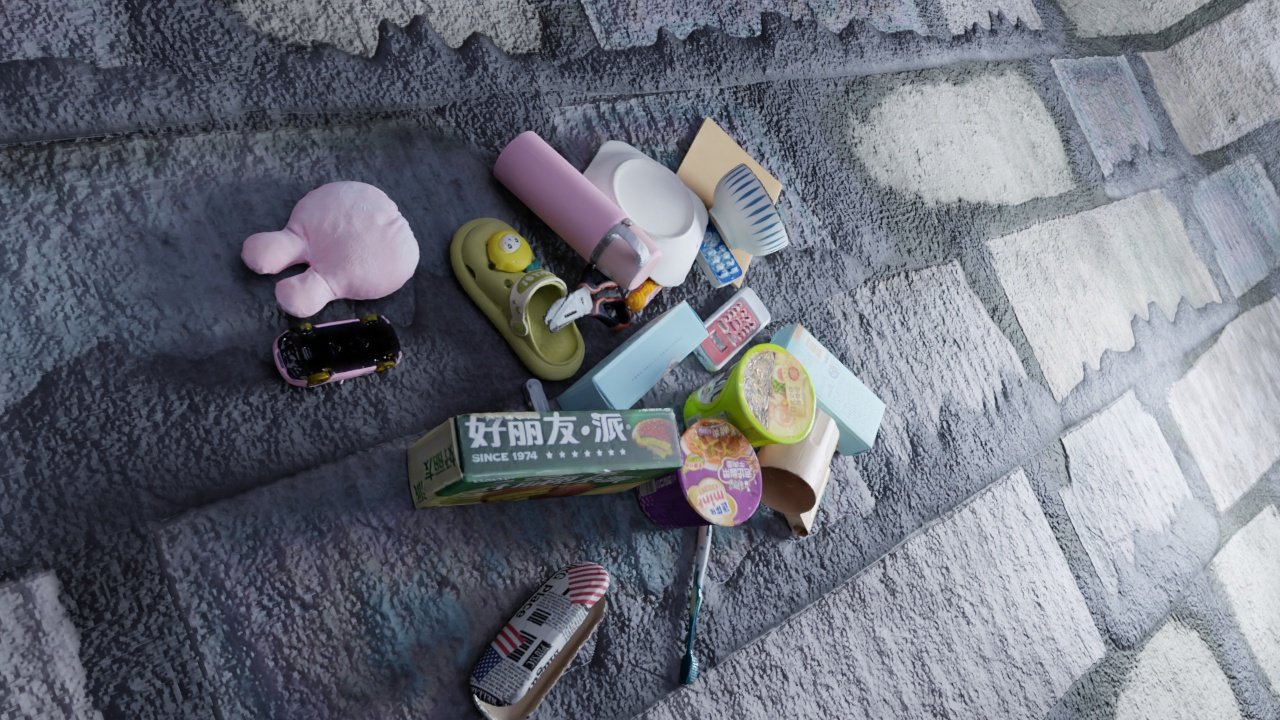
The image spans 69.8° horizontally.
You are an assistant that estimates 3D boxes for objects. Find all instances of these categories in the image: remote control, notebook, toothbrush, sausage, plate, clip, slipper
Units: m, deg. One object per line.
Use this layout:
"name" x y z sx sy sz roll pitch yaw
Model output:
"remote control" 0.110 -0.040 1.126 0.135 0.020 0.056 -40 96 -39
"notebook" 0.106 -0.209 1.201 0.148 0.008 0.207 38 54 -17
"toothbrush" 0.063 0.248 0.977 0.018 0.016 0.191 31 56 -34
"sausage" 0.022 -0.096 1.069 0.021 0.022 0.164 51 40 -8
"plate" 0.008 -0.180 1.065 0.164 0.034 0.163 33 52 -13
"remote control" 0.077 -0.148 1.131 0.048 0.024 0.125 -25 83 -41
"clip" -0.105 0.047 0.937 0.026 0.038 0.058 -13 81 -37
"slipper" -0.112 -0.070 0.940 0.091 0.082 0.190 -39 98 -42

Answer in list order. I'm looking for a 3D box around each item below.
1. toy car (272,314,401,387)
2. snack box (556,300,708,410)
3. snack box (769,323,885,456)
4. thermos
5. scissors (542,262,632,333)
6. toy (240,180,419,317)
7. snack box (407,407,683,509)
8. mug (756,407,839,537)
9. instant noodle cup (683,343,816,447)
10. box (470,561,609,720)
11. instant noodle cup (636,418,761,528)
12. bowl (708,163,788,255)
"toy car" -0.273 -0.008 0.827 0.122 0.037 0.056 -15 83 -52
"snack box" -0.006 0.006 0.988 0.051 0.074 0.174 53 51 -5
"snack box" 0.228 0.039 1.158 0.175 0.052 0.074 41 54 -14
"thermos" -0.066 -0.160 0.971 0.198 0.087 0.067 43 78 10
"scissors" -0.050 -0.050 0.958 0.185 0.015 0.208 49 29 -40
"toy" -0.282 -0.103 0.846 0.159 0.054 0.121 -35 86 -40
"snack box" -0.087 0.091 0.868 0.239 0.115 0.063 1 70 -36
"mug" 0.188 0.128 1.083 0.103 0.084 0.125 -58 132 -38
"instant noodle cup" 0.114 0.053 1.024 0.111 0.124 0.111 13 66 -30
"box" -0.085 0.246 0.825 0.076 0.087 0.162 42 54 4
"instant noodle cup" 0.056 0.128 0.967 0.111 0.099 0.111 14 64 -30
"bowl" 0.127 -0.178 1.139 0.066 0.116 0.116 -30 90 2
